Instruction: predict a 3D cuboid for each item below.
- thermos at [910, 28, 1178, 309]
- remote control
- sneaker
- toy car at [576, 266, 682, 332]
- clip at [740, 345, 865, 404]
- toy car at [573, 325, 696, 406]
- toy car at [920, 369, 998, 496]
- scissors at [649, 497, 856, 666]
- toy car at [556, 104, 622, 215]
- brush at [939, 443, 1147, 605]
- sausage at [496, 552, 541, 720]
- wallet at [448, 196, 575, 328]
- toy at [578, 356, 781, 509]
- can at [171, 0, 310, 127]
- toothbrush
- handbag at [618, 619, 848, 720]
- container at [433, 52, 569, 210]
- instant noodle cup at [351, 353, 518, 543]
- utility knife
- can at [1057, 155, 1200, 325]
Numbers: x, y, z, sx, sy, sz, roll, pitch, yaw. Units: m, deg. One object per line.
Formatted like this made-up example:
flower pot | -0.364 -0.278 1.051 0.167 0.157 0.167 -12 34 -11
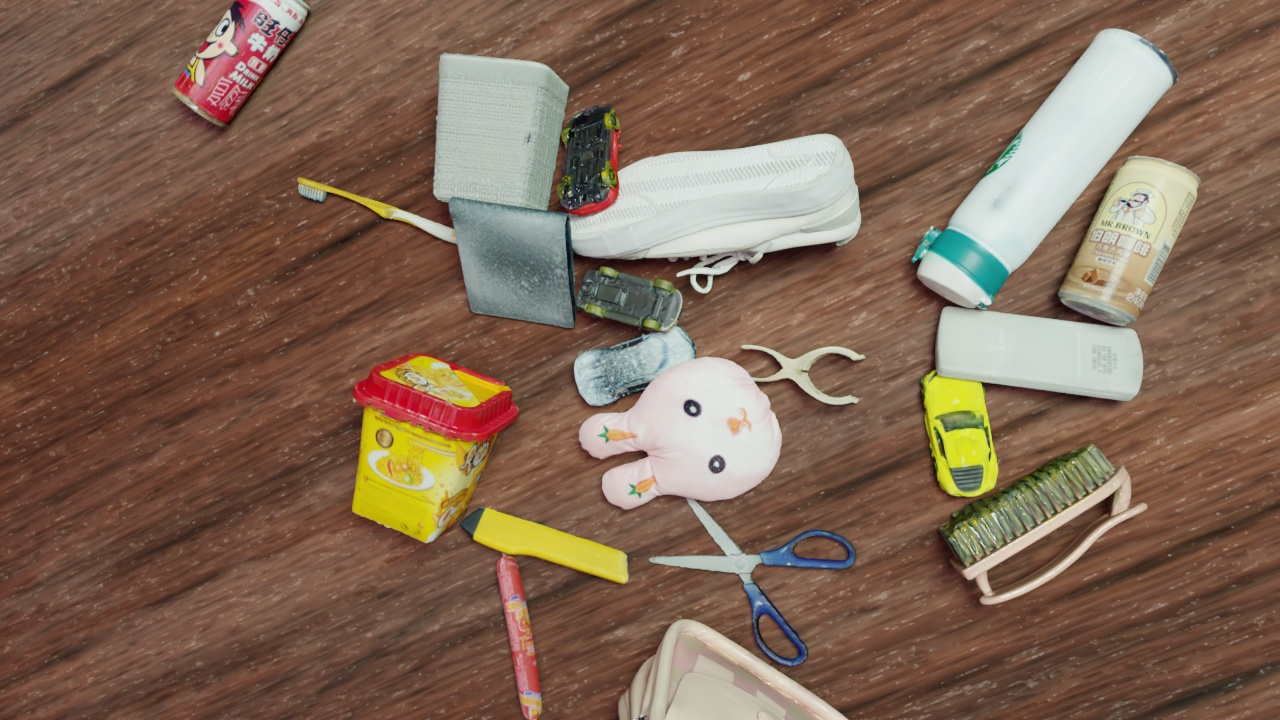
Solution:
thermos | 0.299 -0.140 0.697 0.073 0.073 0.224 39 96 7
remote control | 0.306 -0.005 0.710 0.150 0.021 0.058 9 64 9
sneaker | 0.057 -0.111 0.738 0.243 0.091 0.089 -6 50 26
toy car | -0.007 -0.049 0.756 0.090 0.035 0.042 15 84 23
clip | 0.136 -0.005 0.743 0.104 0.034 0.084 27 98 16
toy car | -0.005 0.005 0.766 0.106 0.031 0.049 -18 89 7
toy car | 0.252 0.055 0.723 0.048 0.032 0.105 -10 87 10
scissors | 0.097 0.175 0.759 0.175 0.012 0.162 -18 86 11
toy car | -0.039 -0.166 0.757 0.049 0.031 0.106 -14 58 22
brush | 0.306 0.124 0.699 0.146 0.063 0.073 -33 81 6
sausage | -0.103 0.238 0.789 0.020 0.020 0.156 -11 89 9
wallet | -0.102 -0.078 0.752 0.097 0.121 0.019 10 47 10
toy | 0.032 0.066 0.746 0.160 0.054 0.121 -23 102 13
can | -0.352 -0.275 0.811 0.053 0.053 0.133 41 96 7
toothbrush | -0.220 -0.127 0.809 0.191 0.016 0.018 20 104 9
handbag | 0.071 0.294 0.651 0.193 0.234 0.093 33 97 8
container | -0.117 -0.181 0.757 0.090 0.090 0.114 8 95 10
instant noodle cup | -0.177 0.072 0.760 0.116 0.116 0.124 20 104 9
utility knife | -0.081 0.159 0.783 0.154 0.015 0.033 16 61 9
can | 0.366 -0.089 0.689 0.058 0.058 0.116 24 94 8
